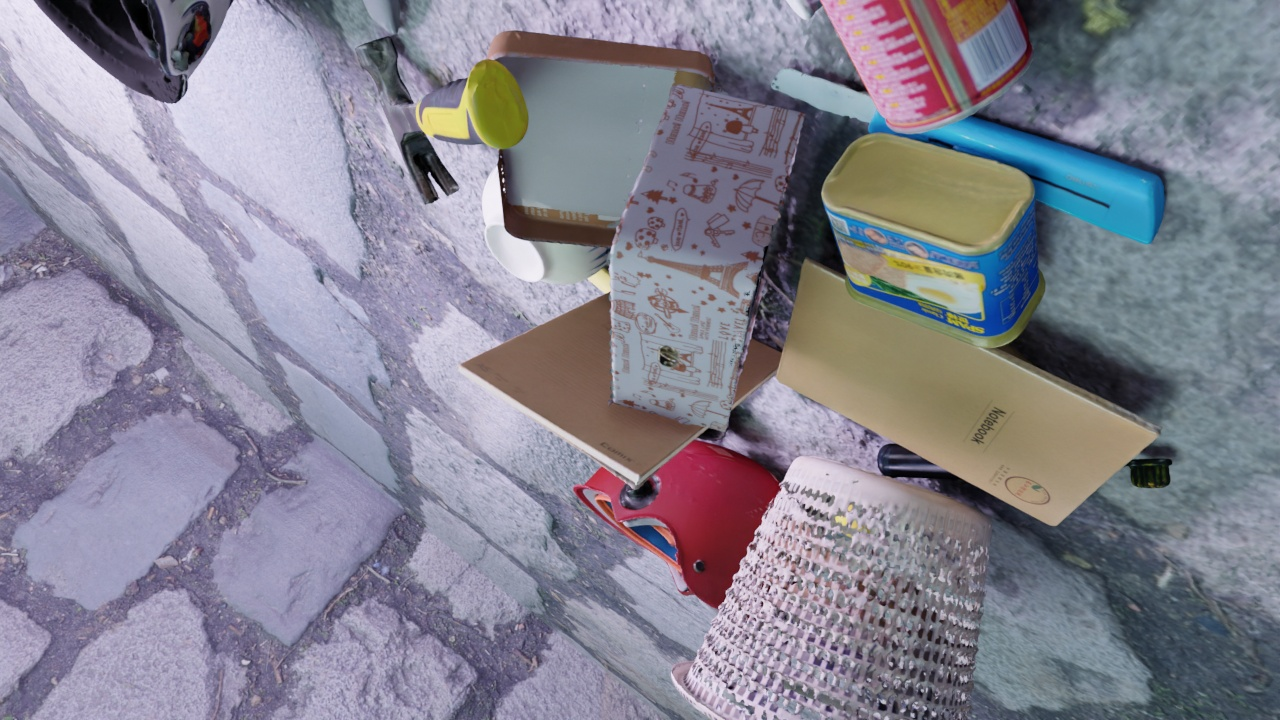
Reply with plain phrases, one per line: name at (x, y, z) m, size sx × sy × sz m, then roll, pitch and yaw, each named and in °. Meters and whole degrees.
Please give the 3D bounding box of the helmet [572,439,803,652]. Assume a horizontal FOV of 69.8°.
helmet at (0.061, 0.151, 0.874) m, size 0.240 × 0.143 × 0.207 m, roll 35°, pitch 165°, yaw 37°

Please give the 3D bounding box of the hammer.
hammer at (-0.131, -0.157, 0.600) m, size 0.323 × 0.031 × 0.126 m, roll 30°, pitch 143°, yaw 63°

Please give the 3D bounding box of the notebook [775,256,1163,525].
notebook at (0.184, 0.024, 0.566) m, size 0.208 × 0.008 × 0.148 m, roll 29°, pitch 155°, yaw 16°

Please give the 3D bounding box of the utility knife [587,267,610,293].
utility knife at (-0.010, -0.048, 0.778) m, size 0.206 × 0.021 × 0.031 m, roll 44°, pitch 157°, yaw 8°

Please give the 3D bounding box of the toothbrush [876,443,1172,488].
toothbrush at (0.245, 0.069, 0.610) m, size 0.026 × 0.027 × 0.213 m, roll 8°, pitch 172°, yaw -31°

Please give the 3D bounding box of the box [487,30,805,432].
box at (-0.016, -0.080, 0.556) m, size 0.193 × 0.156 × 0.183 m, roll 13°, pitch 150°, yaw 7°

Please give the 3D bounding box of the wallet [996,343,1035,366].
wallet at (0.197, 0.004, 0.563) m, size 0.115 × 0.033 × 0.090 m, roll 40°, pitch 158°, yaw -3°

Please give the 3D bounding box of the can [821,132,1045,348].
can at (0.148, -0.061, 0.464) m, size 0.102 × 0.057 × 0.083 m, roll 27°, pitch 164°, yaw 35°

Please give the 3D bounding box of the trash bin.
trash bin at (0.157, 0.181, 0.676) m, size 0.227 × 0.192 × 0.227 m, roll 18°, pitch 175°, yaw 1°

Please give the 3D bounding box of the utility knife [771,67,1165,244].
utility knife at (0.152, -0.108, 0.450) m, size 0.204 × 0.018 × 0.034 m, roll 29°, pitch 154°, yaw 25°

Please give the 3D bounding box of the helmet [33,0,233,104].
helmet at (-0.396, -0.334, 0.673) m, size 0.230 × 0.156 × 0.274 m, roll 34°, pitch 166°, yaw 10°

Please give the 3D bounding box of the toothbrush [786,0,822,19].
toothbrush at (0.008, -0.242, 0.413) m, size 0.221 × 0.026 × 0.026 m, roll 45°, pitch -179°, yaw -12°

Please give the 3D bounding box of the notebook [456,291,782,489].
notebook at (-0.004, 0.004, 0.652) m, size 0.149 × 0.210 × 0.012 m, roll 30°, pitch 125°, yaw 22°

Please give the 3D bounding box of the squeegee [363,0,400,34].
squeegee at (-0.163, -0.280, 0.578) m, size 0.247 × 0.040 × 0.250 m, roll 39°, pitch 156°, yaw -1°

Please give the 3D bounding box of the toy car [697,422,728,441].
toy car at (0.015, 0.019, 0.829) m, size 0.158 × 0.042 × 0.070 m, roll 38°, pitch 156°, yaw -7°

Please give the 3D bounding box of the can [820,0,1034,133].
can at (0.111, -0.150, 0.375) m, size 0.067 × 0.066 × 0.094 m, roll 3°, pitch 137°, yaw 53°

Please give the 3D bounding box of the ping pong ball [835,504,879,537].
ping pong ball at (0.186, 0.132, 0.782) m, size 0.040 × 0.040 × 0.040 m, roll 32°, pitch 155°, yaw 17°

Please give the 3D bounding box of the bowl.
bowl at (-0.078, -0.104, 0.713) m, size 0.116 × 0.066 × 0.117 m, roll 30°, pitch 149°, yaw 20°
